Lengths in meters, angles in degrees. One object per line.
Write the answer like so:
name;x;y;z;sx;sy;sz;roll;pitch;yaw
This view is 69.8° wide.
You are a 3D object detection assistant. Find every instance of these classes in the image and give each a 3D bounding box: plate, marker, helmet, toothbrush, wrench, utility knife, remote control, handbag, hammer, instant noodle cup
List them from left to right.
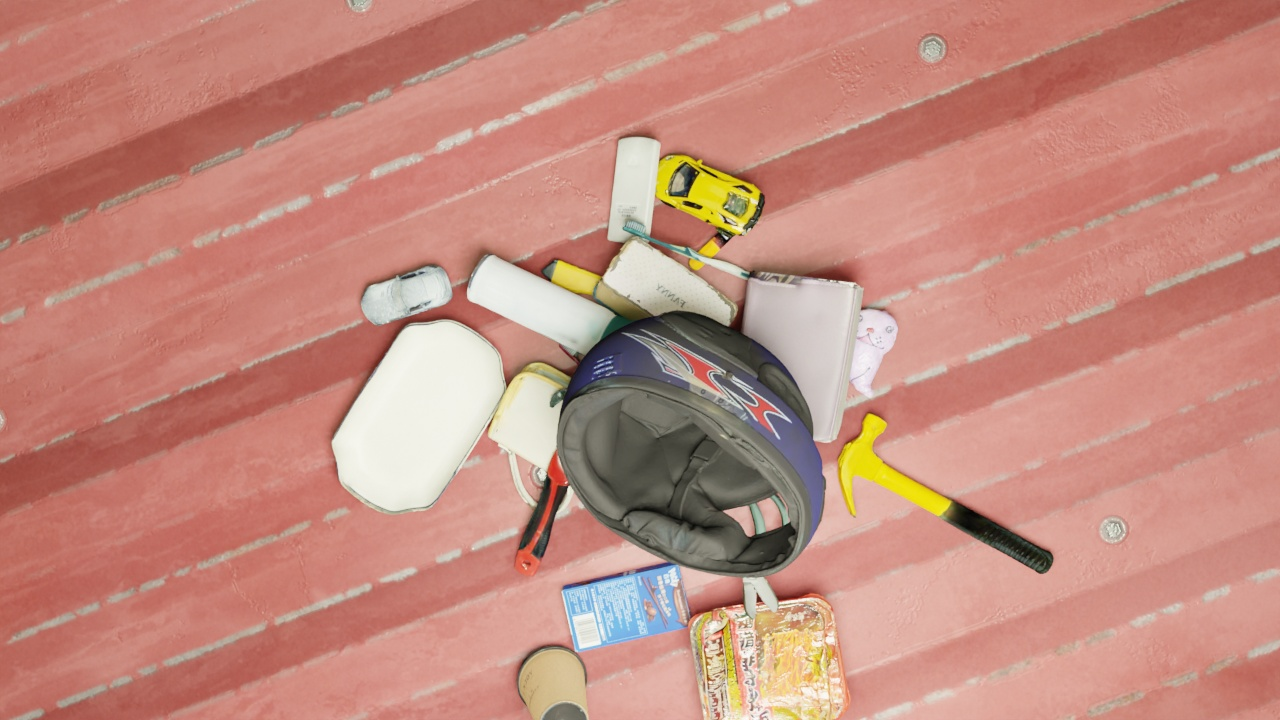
plate;-0.285;0.073;1.195;0.162;0.034;0.266;32;92;0
wrench;-0.114;0.161;1.166;0.056;0.016;0.274;18;110;5
handbag;-0.115;0.110;1.187;0.163;0.063;0.179;30;107;0
utility knife;-0.046;-0.090;1.193;0.173;0.015;0.033;21;98;-1
toothbrush;-0.038;0.038;1.175;0.187;0.016;0.017;44;111;15
remote control;-0.008;-0.218;1.176;0.056;0.019;0.135;7;92;28
toothbrush;0.066;-0.139;1.166;0.191;0.016;0.018;19;87;-15
helmet;0.073;0.080;1.022;0.316;0.239;0.248;25;122;18
marker;0.110;-0.162;1.188;0.124;0.015;0.018;-44;94;0
instant noodle cup;0.163;0.382;1.172;0.189;0.079;0.164;-8;92;3
handbag;0.190;-0.006;1.148;0.145;0.098;0.197;11;93;17
hammer;0.391;0.191;1.183;0.301;0.033;0.129;28;93;1

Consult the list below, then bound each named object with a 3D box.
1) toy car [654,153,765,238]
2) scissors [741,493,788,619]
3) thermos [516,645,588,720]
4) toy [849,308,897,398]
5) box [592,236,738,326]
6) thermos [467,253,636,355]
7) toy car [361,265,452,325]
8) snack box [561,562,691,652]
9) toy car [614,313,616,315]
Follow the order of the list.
toy car;0.083;-0.212;1.167;0.156;0.041;0.071;27;91;11
scissors;0.145;0.235;1.167;0.169;0.019;0.177;-34;62;-8
thermos;-0.106;0.424;1.155;0.093;0.143;0.093;-1;97;-11
toy;0.284;-0.017;1.176;0.084;0.039;0.108;29;94;22
box;0.026;-0.077;1.156;0.184;0.062;0.089;36;70;1
thermos;-0.105;-0.057;1.153;0.224;0.073;0.073;26;92;10
toy car;-0.304;-0.085;1.190;0.121;0.036;0.054;-18;92;5
snack box;-0.018;0.321;1.200;0.157;0.026;0.084;-13;92;2
toy car;-0.007;0.007;1.184;0.070;0.042;0.158;-34;88;2
